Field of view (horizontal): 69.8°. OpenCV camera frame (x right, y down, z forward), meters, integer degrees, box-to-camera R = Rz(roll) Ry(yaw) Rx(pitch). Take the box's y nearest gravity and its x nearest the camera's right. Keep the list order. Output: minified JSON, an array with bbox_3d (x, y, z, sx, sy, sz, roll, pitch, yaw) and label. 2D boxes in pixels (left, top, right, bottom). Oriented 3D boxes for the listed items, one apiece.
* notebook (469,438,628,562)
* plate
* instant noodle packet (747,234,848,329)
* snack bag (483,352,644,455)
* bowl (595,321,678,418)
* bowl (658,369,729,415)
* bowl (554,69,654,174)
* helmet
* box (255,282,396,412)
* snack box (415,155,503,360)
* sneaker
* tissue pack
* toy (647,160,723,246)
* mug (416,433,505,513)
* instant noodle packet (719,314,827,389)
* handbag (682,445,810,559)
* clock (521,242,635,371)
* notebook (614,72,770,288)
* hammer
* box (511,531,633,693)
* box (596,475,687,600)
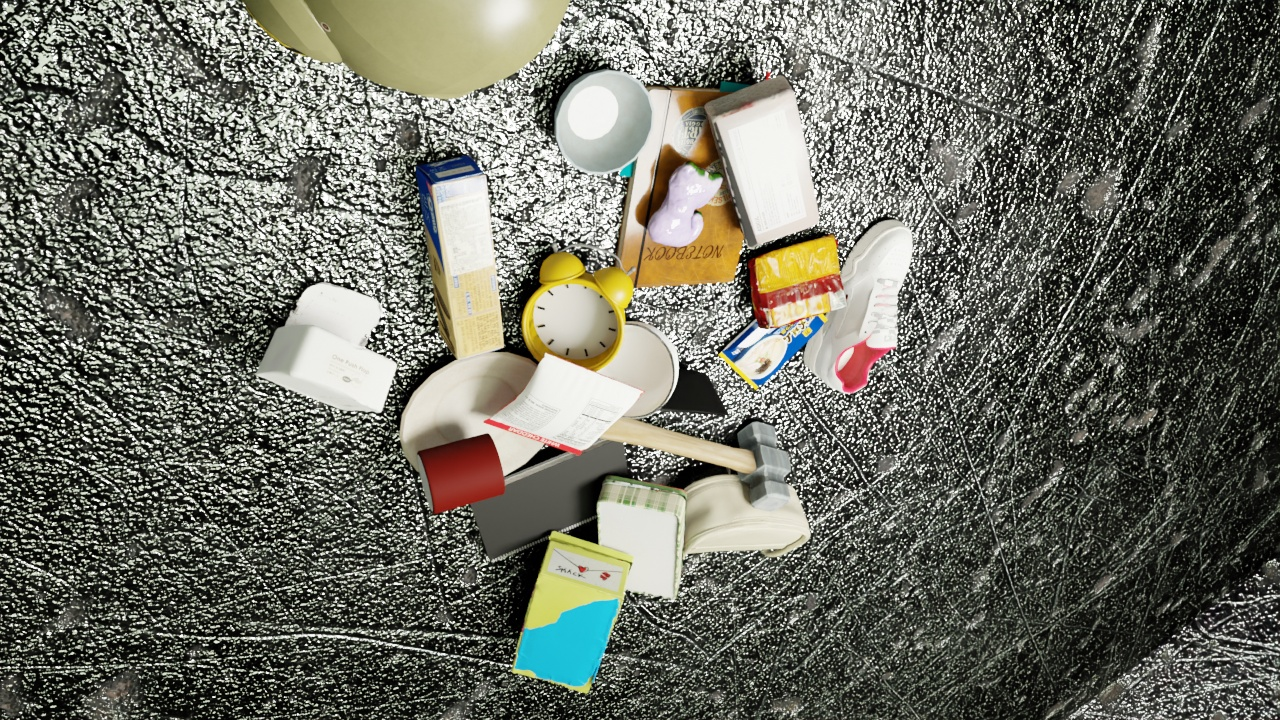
[{"bbox_3d":[-0.113,0.180,1.195,0.206,0.016,0.149,-21,139,-14],"label":"notebook"},{"bbox_3d":[-0.190,0.065,1.078,0.188,0.027,0.189,-14,128,-19],"label":"plate"},{"bbox_3d":[0.199,-0.099,1.155,0.135,0.040,0.098,-17,108,-18],"label":"instant noodle packet"},{"bbox_3d":[-0.088,0.056,1.049,0.130,0.039,0.144,22,133,-27],"label":"snack bag"},{"bbox_3d":[-0.006,0.006,1.087,0.116,0.116,0.065,-61,172,19],"label":"bowl"},{"bbox_3d":[0.052,0.038,1.159,0.124,0.124,0.052,7,85,-33],"label":"bowl"},{"bbox_3d":[-0.042,-0.246,0.930,0.106,0.039,0.106,-14,128,-20],"label":"bowl"},{"bbox_3d":[-0.159,-0.308,0.663,0.250,0.255,0.233,-44,128,7],"label":"helmet"},{"bbox_3d":[-0.303,-0.024,0.927,0.110,0.103,0.130,32,69,-37],"label":"box"},{"bbox_3d":[-0.184,-0.103,0.944,0.056,0.057,0.207,-17,129,-22],"label":"snack box"},{"bbox_3d":[0.309,-0.061,1.211,0.090,0.104,0.237,10,117,-34],"label":"sneaker"},{"bbox_3d":[0.141,-0.222,1.019,0.104,0.071,0.181,-21,130,5],"label":"tissue pack"},{"bbox_3d":[0.051,-0.171,1.017,0.080,0.036,0.100,7,124,-44],"label":"toy"},{"bbox_3d":[-0.208,0.136,1.059,0.082,0.073,0.106,-14,157,-20],"label":"mug"},{"bbox_3d":[0.176,-0.031,1.211,0.134,0.026,0.087,-45,125,6],"label":"instant noodle packet"},{"bbox_3d":[0.138,0.224,1.350,0.228,0.131,0.185,4,145,-27],"label":"handbag"},{"bbox_3d":[-0.069,-0.055,1.021,0.113,0.052,0.152,17,112,-2],"label":"clock"},{"bbox_3d":[0.054,-0.197,1.034,0.178,0.014,0.250,-6,125,-26],"label":"notebook"},{"bbox_3d":[0.064,0.113,1.199,0.322,0.117,0.051,17,138,-32],"label":"hammer"},{"bbox_3d":[-0.097,0.349,1.257,0.124,0.082,0.221,15,126,0],"label":"box"},{"bbox_3d":[0.002,0.242,1.240,0.118,0.050,0.206,7,135,9],"label":"box"}]
